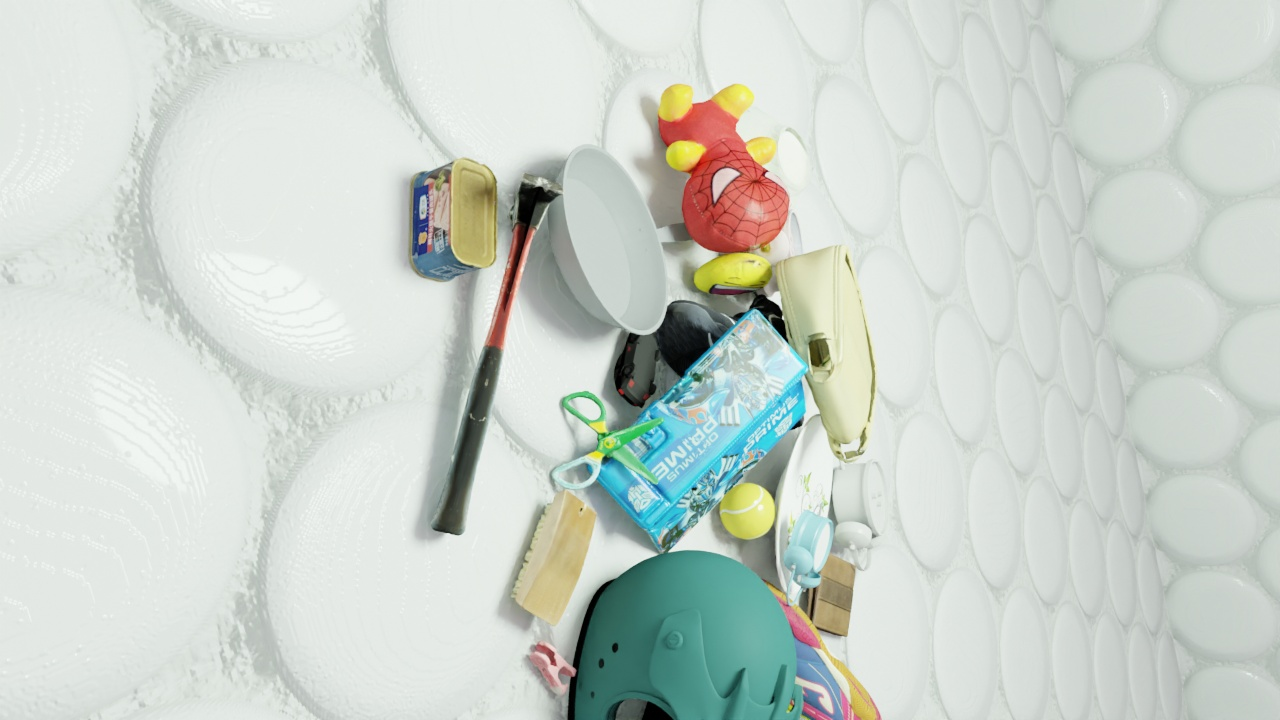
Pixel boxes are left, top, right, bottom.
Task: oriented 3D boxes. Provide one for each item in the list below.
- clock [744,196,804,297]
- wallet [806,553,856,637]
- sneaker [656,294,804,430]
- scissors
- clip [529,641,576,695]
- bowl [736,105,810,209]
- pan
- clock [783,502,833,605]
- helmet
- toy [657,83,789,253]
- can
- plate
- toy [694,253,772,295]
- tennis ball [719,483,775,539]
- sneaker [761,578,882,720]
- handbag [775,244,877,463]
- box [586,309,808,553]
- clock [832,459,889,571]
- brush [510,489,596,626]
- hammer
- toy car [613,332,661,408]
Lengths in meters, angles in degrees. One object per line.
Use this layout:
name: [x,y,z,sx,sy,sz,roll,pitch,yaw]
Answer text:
clock: [0.168,-0.149,1.159,0.158,0.059,0.116,57,34,-54]
wallet: [0.255,0.313,1.226,0.121,0.027,0.098,33,62,-51]
sneaker: [0.121,-0.030,1.097,0.252,0.097,0.150,40,49,-39]
scissors: [-0.036,0.086,0.902,0.125,0.011,0.130,39,75,8]
clip: [-0.083,0.287,0.848,0.060,0.023,0.044,41,52,-44]
bowl: [0.182,-0.265,1.236,0.176,0.058,0.176,12,74,-48]
pan: [0.003,-0.133,1.005,0.355,0.051,0.201,-22,95,-64]
clock: [0.196,0.236,1.103,0.123,0.042,0.087,-64,148,-23]
helmet: [0.051,0.315,0.856,0.176,0.201,0.274,32,60,-42]
toy: [0.095,-0.218,1.061,0.147,0.099,0.216,-10,71,-18]
can: [-0.163,-0.124,0.803,0.053,0.059,0.099,9,75,-48]
plate: [0.198,0.179,1.167,0.228,0.030,0.229,-26,120,-60]
toy: [0.111,-0.101,1.094,0.095,0.094,0.041,3,76,-26]
tennis ball: [0.126,0.177,1.077,0.065,0.065,0.065,13,73,-48]
sneaker: [0.184,0.369,1.093,0.242,0.091,0.116,51,10,-2]
handbag: [0.221,-0.009,1.088,0.233,0.089,0.190,59,33,-46]
box: [0.081,0.085,0.965,0.243,0.070,0.171,-43,121,-13]
clock: [0.312,0.212,1.280,0.119,0.061,0.159,17,68,-59]
brush: [-0.082,0.183,0.853,0.049,0.039,0.116,43,52,-36]
hammer: [-0.127,-0.011,0.798,0.036,0.141,0.325,15,77,-13]
toy car: [-0.006,0.006,0.981,0.042,0.036,0.091,44,42,-38]
